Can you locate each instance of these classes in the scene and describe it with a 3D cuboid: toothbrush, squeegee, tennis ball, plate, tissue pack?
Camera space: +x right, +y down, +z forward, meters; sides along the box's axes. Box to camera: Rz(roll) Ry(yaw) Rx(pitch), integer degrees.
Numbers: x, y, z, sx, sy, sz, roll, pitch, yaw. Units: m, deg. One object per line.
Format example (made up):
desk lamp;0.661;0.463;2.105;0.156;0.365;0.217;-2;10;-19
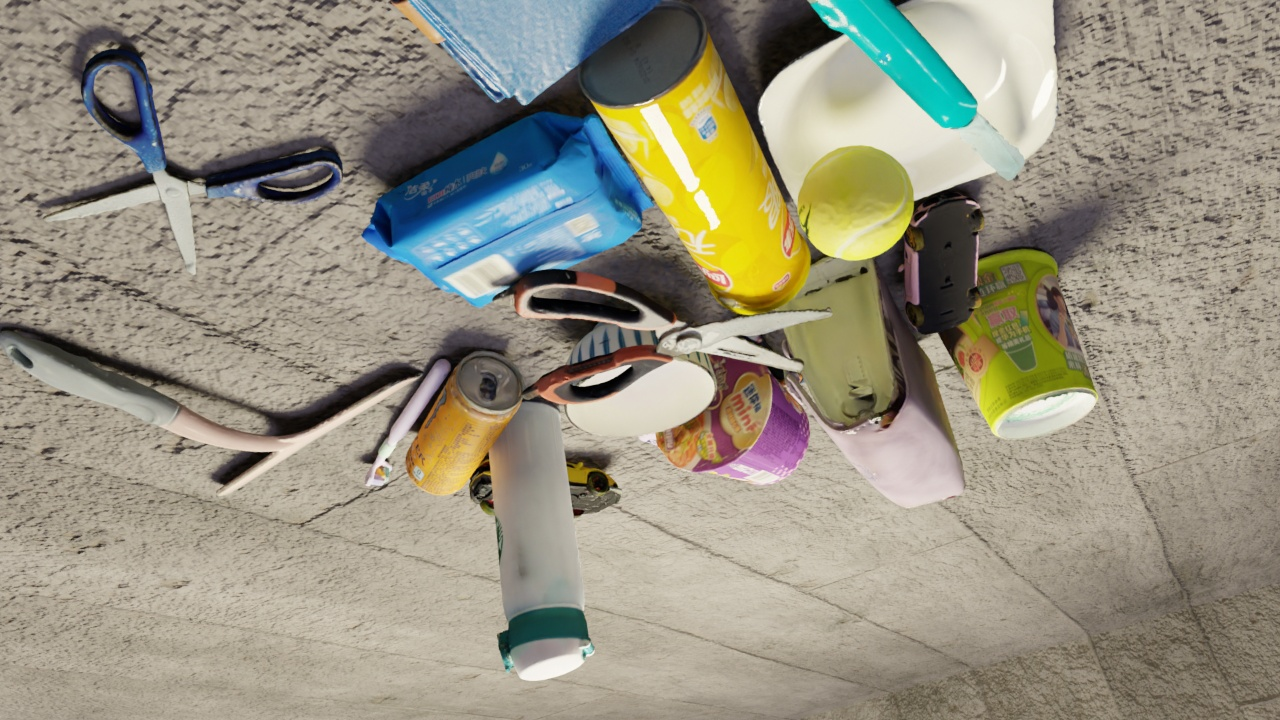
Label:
toothbrush;-0.195;0.054;0.768;0.029;0.021;0.190;-42;175;-46
squeegee;-0.338;0.037;0.675;0.248;0.040;0.249;-28;144;26
tennis ball;0.123;-0.090;0.528;0.065;0.065;0.066;-8;149;-5
plate;0.155;-0.151;0.536;0.164;0.034;0.163;-20;148;15
tissue pack;-0.076;-0.089;0.544;0.157;0.052;0.095;-22;149;17

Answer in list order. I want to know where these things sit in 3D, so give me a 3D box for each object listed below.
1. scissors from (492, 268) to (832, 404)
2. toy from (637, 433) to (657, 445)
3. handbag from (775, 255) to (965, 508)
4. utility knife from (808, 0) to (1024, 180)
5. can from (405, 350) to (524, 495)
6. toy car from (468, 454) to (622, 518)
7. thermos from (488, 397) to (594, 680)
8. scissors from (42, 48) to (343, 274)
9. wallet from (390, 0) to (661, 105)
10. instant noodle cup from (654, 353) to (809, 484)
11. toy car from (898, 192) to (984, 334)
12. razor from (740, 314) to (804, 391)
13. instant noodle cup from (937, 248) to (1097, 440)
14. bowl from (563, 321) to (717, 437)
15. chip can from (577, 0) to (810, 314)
scissors;0.009;-0.015;0.603;0.227;0.015;0.189;-23;140;21
toy;0.041;0.061;0.836;0.108;0.039;0.084;19;127;-41
handbag;0.182;0.024;0.723;0.099;0.144;0.197;-26;145;18
utility knife;0.156;-0.148;0.495;0.029;0.013;0.222;-35;139;31
can;-0.145;0.054;0.746;0.058;0.058;0.146;7;144;-28
toy car;-0.092;0.123;0.891;0.155;0.041;0.071;12;142;-31
thermos;-0.088;0.143;0.750;0.073;0.224;0.073;-8;149;-5
scissors;-0.249;-0.100;0.507;0.162;0.012;0.173;-2;148;-16
wallet;-0.062;-0.183;0.411;0.106;0.040;0.133;-31;144;14
instant noodle cup;0.084;0.052;0.768;0.112;0.111;0.099;-29;145;26
toy car;0.222;-0.072;0.680;0.056;0.037;0.122;-18;131;-3
razor;0.112;-0.002;0.777;0.043;0.022;0.142;-24;146;17
instant noodle cup;0.300;-0.007;0.732;0.111;0.123;0.112;-8;149;-5
bowl;-0.004;0.004;0.704;0.116;0.066;0.117;-7;148;-5
chip can;0.041;-0.107;0.536;0.072;0.072;0.213;-20;147;14
